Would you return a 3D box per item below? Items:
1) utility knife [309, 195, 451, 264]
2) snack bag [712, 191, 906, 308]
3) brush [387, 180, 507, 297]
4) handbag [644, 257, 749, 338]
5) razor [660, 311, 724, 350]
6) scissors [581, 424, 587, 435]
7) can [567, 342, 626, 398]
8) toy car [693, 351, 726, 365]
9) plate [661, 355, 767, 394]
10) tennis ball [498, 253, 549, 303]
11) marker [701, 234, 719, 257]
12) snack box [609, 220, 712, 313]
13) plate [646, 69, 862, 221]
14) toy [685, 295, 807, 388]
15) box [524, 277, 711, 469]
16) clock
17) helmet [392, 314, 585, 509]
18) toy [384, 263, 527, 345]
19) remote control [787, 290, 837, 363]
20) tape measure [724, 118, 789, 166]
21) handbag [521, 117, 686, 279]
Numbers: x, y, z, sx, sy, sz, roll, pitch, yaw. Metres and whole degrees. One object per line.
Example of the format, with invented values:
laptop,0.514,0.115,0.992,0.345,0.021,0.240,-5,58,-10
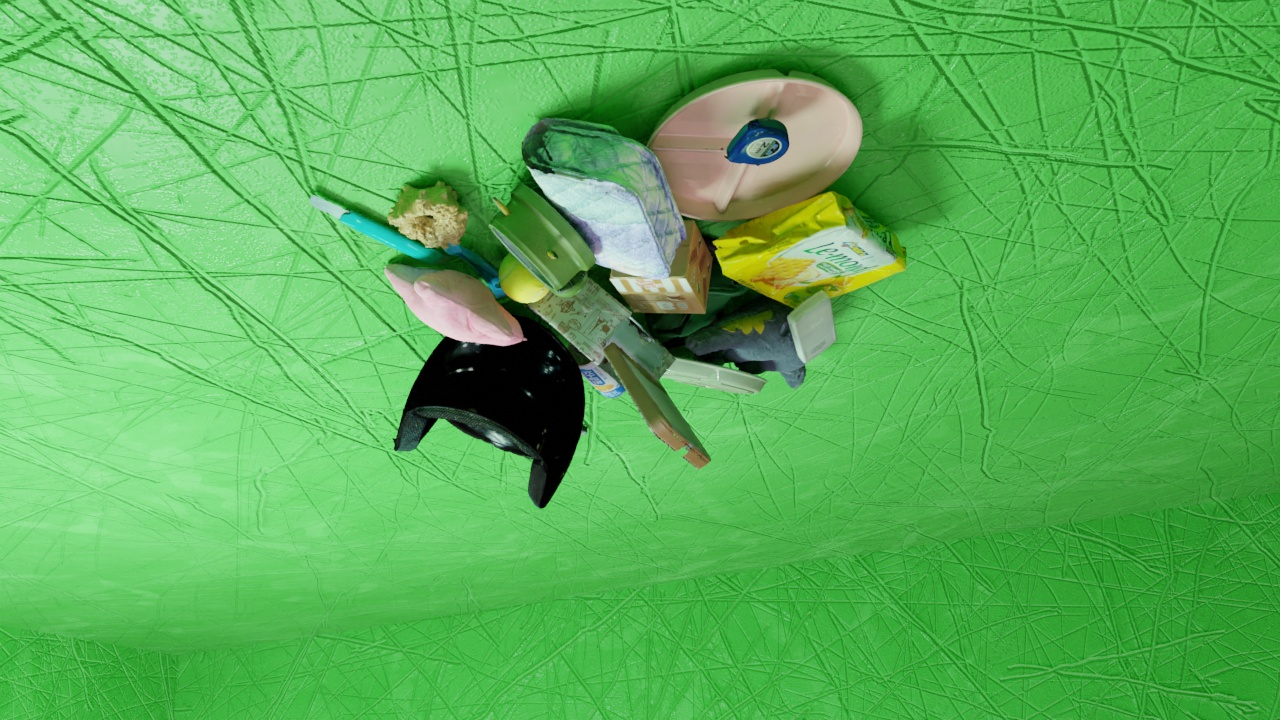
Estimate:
utility knife,-0.289,-0.144,1.027,0.029,0.013,0.193,-23,152,27
snack bag,0.204,-0.132,1.084,0.158,0.068,0.246,-20,162,29
brush,-0.206,-0.130,1.059,0.083,0.045,0.254,-16,158,10
handbag,0.068,-0.085,1.196,0.120,0.068,0.132,-4,155,-27
razor,0.068,-0.034,1.348,0.143,0.022,0.042,-22,149,29
scissors,-0.174,0.118,1.625,0.177,0.014,0.159,-24,148,38
can,-0.062,0.010,1.369,0.053,0.053,0.134,-14,154,14
toy car,0.117,-0.012,1.397,0.049,0.031,0.106,2,154,-18
plate,0.069,0.018,1.333,0.230,0.027,0.230,11,176,1
tennis ball,-0.137,-0.101,1.096,0.065,0.065,0.065,-6,155,-3
marker,0.124,-0.130,1.155,0.132,0.022,0.020,14,-168,-37
snack box,0.027,-0.109,1.084,0.093,0.077,0.094,2,159,20
plate,0.113,-0.220,0.953,0.229,0.028,0.230,-6,154,-3
toy,0.183,-0.027,1.287,0.138,0.091,0.356,-45,152,14
box,-0.006,0.008,1.136,0.088,0.262,0.178,-48,149,-1
clock,-0.106,-0.125,0.995,0.056,0.116,0.161,-45,171,-5
helmet,-0.186,0.058,1.242,0.233,0.230,0.275,24,172,-1
toy,-0.214,-0.062,1.094,0.178,0.074,0.195,31,174,-30
remote control,0.223,-0.042,1.187,0.058,0.021,0.150,-37,155,0
tape measure,0.118,-0.215,0.901,0.054,0.025,0.058,3,157,-24
handbag,-0.032,-0.164,0.951,0.134,0.075,0.194,16,162,20
